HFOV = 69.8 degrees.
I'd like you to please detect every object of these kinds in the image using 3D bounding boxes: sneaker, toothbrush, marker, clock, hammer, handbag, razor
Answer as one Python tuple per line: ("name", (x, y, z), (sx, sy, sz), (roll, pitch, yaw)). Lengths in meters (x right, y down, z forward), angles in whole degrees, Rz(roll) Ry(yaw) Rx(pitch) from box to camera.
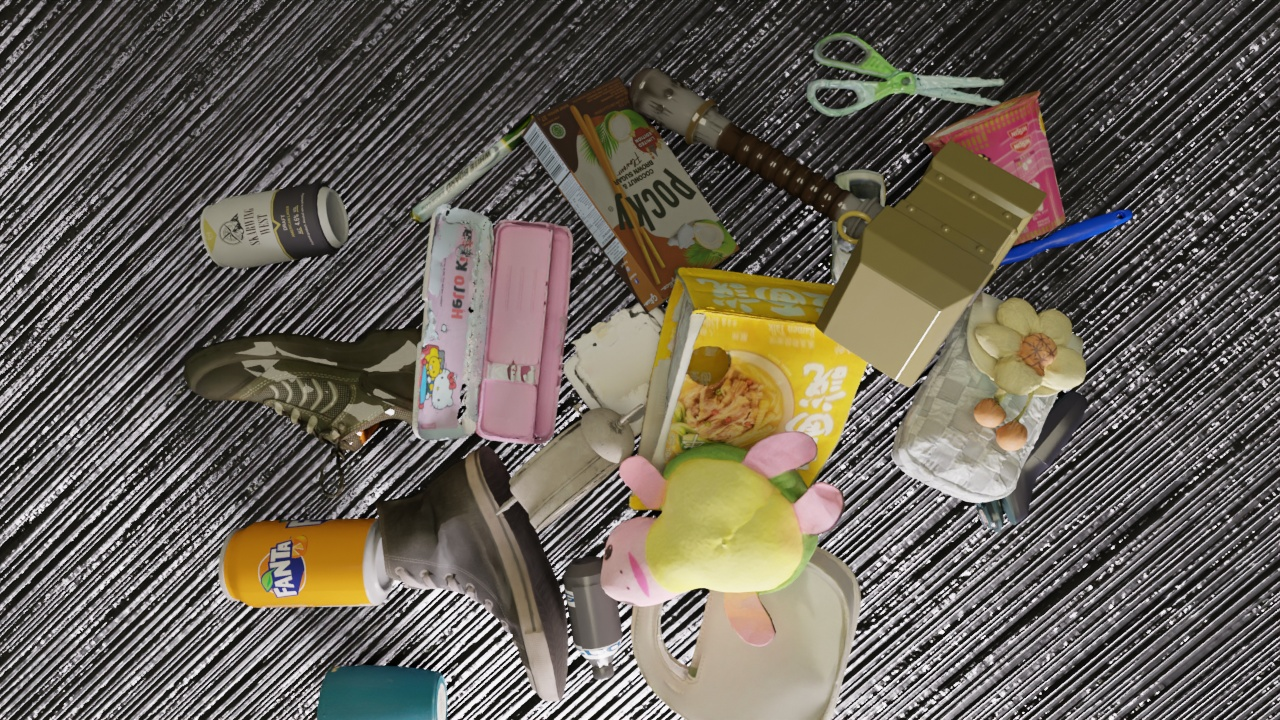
("sneaker", (-0.146, 0.208, 0.832), (0.120, 0.095, 0.235), (-24, 95, 8))
("toothbrush", (0.344, -0.099, 0.808), (0.182, 0.018, 0.016), (-20, 68, 6))
("marker", (-0.151, -0.174, 0.839), (0.146, 0.017, 0.017), (-37, 91, 6))
("clock", (-0.052, 0.079, 0.777), (0.061, 0.103, 0.157), (50, 120, 6))
("hammer", (0.127, -0.143, 0.730), (0.325, 0.189, 0.101), (35, 141, 16))
("handbag", (0.089, 0.244, 0.829), (0.200, 0.092, 0.201), (18, 96, 23))
("razor", (0.346, 0.088, 0.812), (0.052, 0.047, 0.143), (39, 93, 11))
("sneaker", (-0.280, 0.048, 0.825), (0.238, 0.101, 0.143), (-2, 88, -2))
("handbag", (0.292, 0.033, 0.767), (0.112, 0.123, 0.171), (26, 85, 1))

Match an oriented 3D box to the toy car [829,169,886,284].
("toy car", (0.193, -0.116, 0.812), (0.048, 0.033, 0.105), (0, 95, 2))

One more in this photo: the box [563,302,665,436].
("box", (-0.005, 0.005, 0.814), (0.107, 0.076, 0.102), (-38, 92, 4))

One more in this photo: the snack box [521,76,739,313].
("snack box", (-0.007, -0.145, 0.796), (0.100, 0.032, 0.186), (-36, 91, -32))

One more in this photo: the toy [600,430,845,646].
("toy", (0.060, 0.141, 0.756), (0.239, 0.087, 0.190), (-38, 95, 30))

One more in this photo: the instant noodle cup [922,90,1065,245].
("instant noodle cup", (0.305, -0.156, 0.774), (0.098, 0.097, 0.108), (-25, 100, 5))

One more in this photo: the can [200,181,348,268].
("can", (-0.336, -0.120, 0.832), (0.127, 0.064, 0.064), (-8, 94, 5))

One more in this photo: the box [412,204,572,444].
("box", (-0.134, -0.028, 0.817), (0.149, 0.073, 0.201), (5, 91, -27))

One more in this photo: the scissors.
("scissors", (0.236, -0.252, 0.807), (0.175, 0.032, 0.078), (3, 93, -1))

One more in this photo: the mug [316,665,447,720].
("mug", (-0.235, 0.337, 0.860), (0.104, 0.084, 0.112), (-4, 122, -1))

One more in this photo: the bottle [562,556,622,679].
("bottle", (-0.042, 0.238, 0.848), (0.047, 0.047, 0.112), (-8, 94, 5))

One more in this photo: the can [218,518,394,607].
("can", (-0.303, 0.187, 0.846), (0.142, 0.079, 0.079), (-2, 94, 4))

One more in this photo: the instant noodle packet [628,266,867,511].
("instant noodle packet", (0.089, 0.044, 0.780), (0.163, 0.084, 0.222), (5, 117, -17))
